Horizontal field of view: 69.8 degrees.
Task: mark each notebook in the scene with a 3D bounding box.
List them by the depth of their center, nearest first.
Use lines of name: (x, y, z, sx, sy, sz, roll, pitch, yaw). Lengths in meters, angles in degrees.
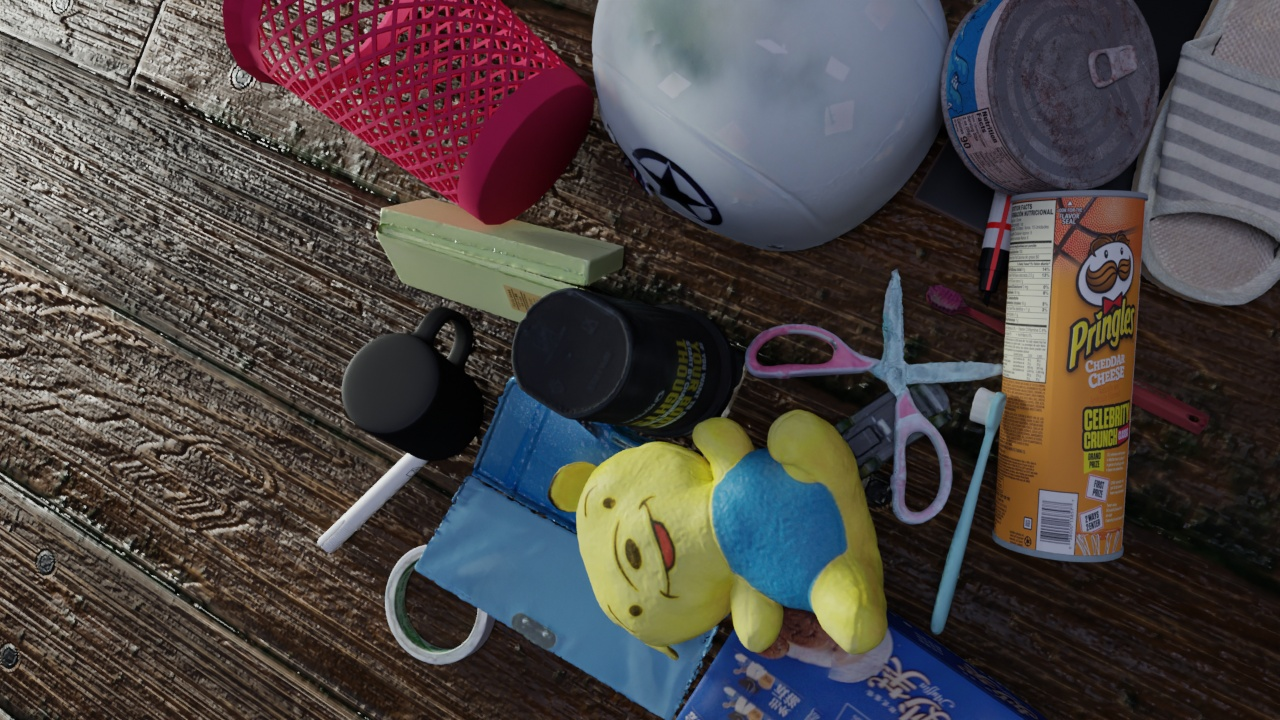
notebook: (0.301, -0.168, 0.614, 0.141, 0.008, 0.209, 32, 96, 18)

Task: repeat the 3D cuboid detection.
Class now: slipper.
slipper: (0.384, -0.168, 0.558, 0.114, 0.054, 0.272, 18, 93, 15)

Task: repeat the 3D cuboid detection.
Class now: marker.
marker: (0.245, -0.108, 0.611, 0.019, 0.019, 0.145, 13, 90, 18)
marker: (-0.218, 0.111, 0.758, 0.134, 0.020, 0.017, -43, 65, 11)

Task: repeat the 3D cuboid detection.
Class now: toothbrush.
toothbrush: (0.207, 0.102, 0.590, 0.017, 0.016, 0.181, 23, 118, 39)
toothbrush: (0.277, -0.004, 0.606, 0.190, 0.016, 0.016, 30, 94, 18)

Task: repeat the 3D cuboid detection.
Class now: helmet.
helmet: (0.072, -0.211, 0.613, 0.264, 0.163, 0.237, 45, 99, 17)

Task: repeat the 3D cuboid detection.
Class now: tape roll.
tape roll: (-0.160, 0.194, 0.735, 0.094, 0.018, 0.094, -1, 86, 18)

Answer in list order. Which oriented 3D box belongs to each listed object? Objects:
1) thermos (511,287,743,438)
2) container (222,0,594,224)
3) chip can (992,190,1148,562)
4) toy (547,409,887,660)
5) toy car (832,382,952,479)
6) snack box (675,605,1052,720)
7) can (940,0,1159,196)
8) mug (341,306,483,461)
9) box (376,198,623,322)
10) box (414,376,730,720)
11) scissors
thermos: (-0.003, 0.003, 0.590, 0.098, 0.220, 0.098, -1, 86, 19)
container: (-0.160, -0.221, 0.691, 0.226, 0.183, 0.183, 40, 98, 9)
chip can: (0.261, 0.008, 0.563, 0.075, 0.075, 0.215, 3, 96, 18)
toy: (0.049, 0.113, 0.580, 0.215, 0.083, 0.149, -20, 76, 36)
toy car: (0.169, 0.046, 0.627, 0.091, 0.036, 0.042, -38, 74, 11)
snack box: (0.143, 0.245, 0.604, 0.203, 0.069, 0.155, 33, 96, 18)
can: (0.252, -0.168, 0.563, 0.129, 0.044, 0.130, -1, 94, -20)
mug: (-0.166, 0.014, 0.708, 0.078, 0.088, 0.113, 20, 77, 19)
box: (-0.112, -0.080, 0.711, 0.188, 0.077, 0.090, 19, 93, 20)
box: (-0.035, 0.131, 0.684, 0.232, 0.047, 0.176, 26, 87, 18)
scissors: (0.155, 0.022, 0.611, 0.171, 0.013, 0.172, -1, 77, 10)
